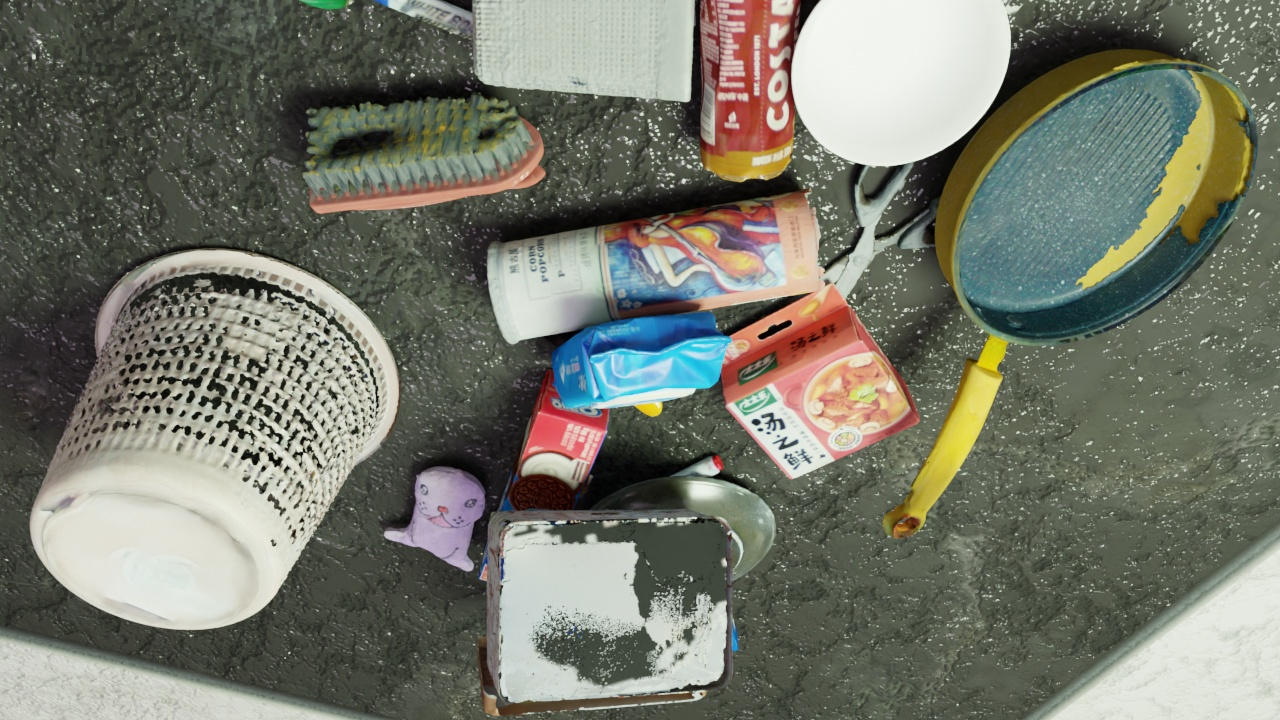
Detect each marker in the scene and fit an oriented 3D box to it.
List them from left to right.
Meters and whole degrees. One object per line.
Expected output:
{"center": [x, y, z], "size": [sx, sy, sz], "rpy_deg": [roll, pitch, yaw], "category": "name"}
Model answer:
{"center": [-0.109, -0.200, 0.541], "size": [0.145, 0.016, 0.017], "rpy_deg": [18, 125, -14], "category": "marker"}
{"center": [-0.031, 0.004, 0.702], "size": [0.124, 0.015, 0.018], "rpy_deg": [37, 118, -22], "category": "marker"}
{"center": [0.006, 0.117, 0.786], "size": [0.145, 0.017, 0.017], "rpy_deg": [-29, 123, 20], "category": "marker"}

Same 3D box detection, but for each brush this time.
{"center": [-0.133, -0.126, 0.576], "size": [0.146, 0.063, 0.069], "rpy_deg": [-6, 158, 2], "category": "brush"}

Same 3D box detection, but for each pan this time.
{"center": [0.254, -0.027, 0.609], "size": [0.197, 0.078, 0.358], "rpy_deg": [15, 122, -24], "category": "pan"}

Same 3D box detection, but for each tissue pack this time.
{"center": [-0.004, 0.004, 0.619], "size": [0.095, 0.157, 0.052], "rpy_deg": [-8, 86, -16], "category": "tissue pack"}

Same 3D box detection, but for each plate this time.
{"center": [0.032, 0.165, 0.806], "size": [0.179, 0.024, 0.180], "rpy_deg": [-3, 133, -4], "category": "plate"}

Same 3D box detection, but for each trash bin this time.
{"center": [-0.299, 0.066, 0.638], "size": [0.227, 0.191, 0.228], "rpy_deg": [0, 128, 0], "category": "trash bin"}

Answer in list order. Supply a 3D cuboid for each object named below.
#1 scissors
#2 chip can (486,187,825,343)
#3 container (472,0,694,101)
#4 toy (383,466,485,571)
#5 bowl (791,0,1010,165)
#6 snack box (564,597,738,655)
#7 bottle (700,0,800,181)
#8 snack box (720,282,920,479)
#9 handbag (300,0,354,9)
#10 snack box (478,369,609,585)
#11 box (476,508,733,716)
{"center": [0.158, -0.076, 0.640], "size": [0.170, 0.014, 0.159], "rpy_deg": [-10, 127, 8], "category": "scissors"}
{"center": [0.011, -0.062, 0.614], "size": [0.215, 0.071, 0.071], "rpy_deg": [-9, 127, 6], "category": "chip can"}
{"center": [-0.028, -0.188, 0.497], "size": [0.114, 0.090, 0.090], "rpy_deg": [2, 105, 2], "category": "container"}
{"center": [-0.170, 0.130, 0.782], "size": [0.084, 0.038, 0.108], "rpy_deg": [21, 126, -5], "category": "toy"}
{"center": [0.142, -0.179, 0.528], "size": [0.118, 0.064, 0.118], "rpy_deg": [0, 127, 0], "category": "bowl"}
{"center": [0.011, 0.261, 0.882], "size": [0.157, 0.026, 0.085], "rpy_deg": [-9, 139, 7], "category": "snack box"}
{"center": [0.062, -0.192, 0.522], "size": [0.057, 0.057, 0.175], "rpy_deg": [-2, 128, 1], "category": "bottle"}
{"center": [0.128, 0.020, 0.689], "size": [0.113, 0.044, 0.127], "rpy_deg": [-28, 126, 23], "category": "snack box"}
{"center": [-0.190, -0.255, 0.461], "size": [0.120, 0.067, 0.132], "rpy_deg": [22, 125, -12], "category": "handbag"}
{"center": [-0.080, 0.106, 0.753], "size": [0.058, 0.057, 0.208], "rpy_deg": [17, 126, -9], "category": "snack box"}
{"center": [-0.036, 0.194, 0.740], "size": [0.183, 0.193, 0.157], "rpy_deg": [2, 87, -15], "category": "box"}
